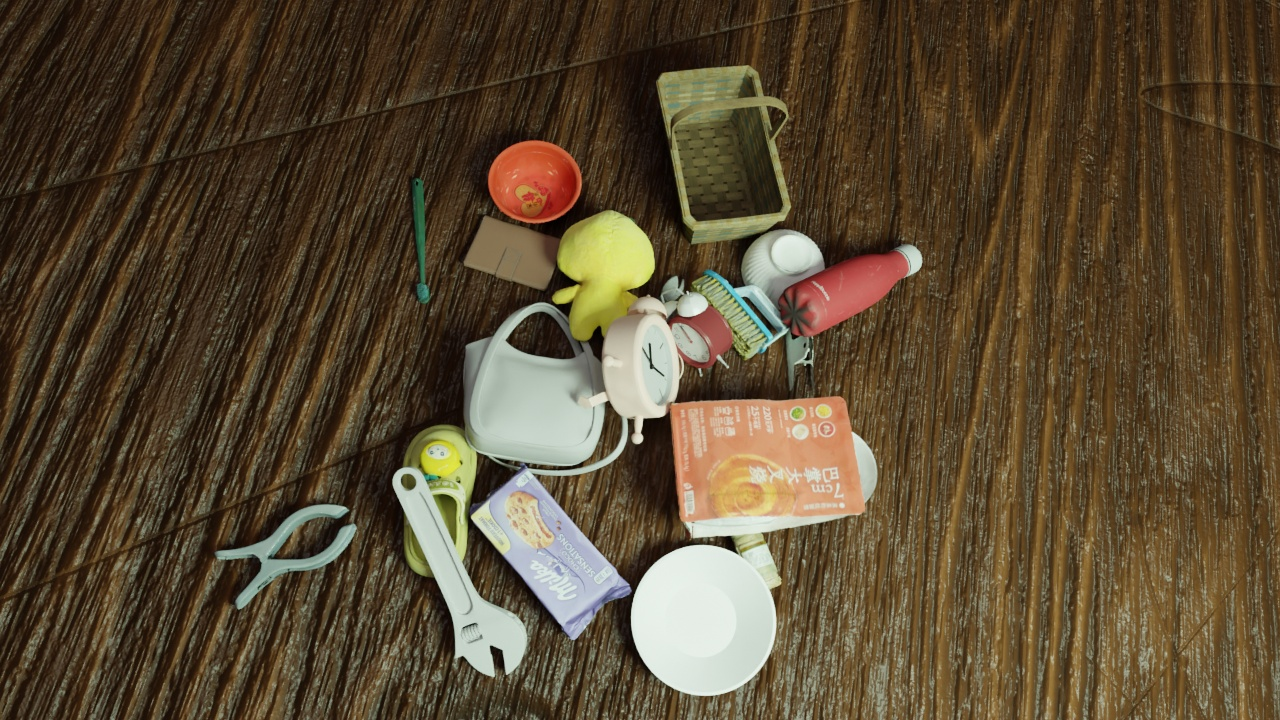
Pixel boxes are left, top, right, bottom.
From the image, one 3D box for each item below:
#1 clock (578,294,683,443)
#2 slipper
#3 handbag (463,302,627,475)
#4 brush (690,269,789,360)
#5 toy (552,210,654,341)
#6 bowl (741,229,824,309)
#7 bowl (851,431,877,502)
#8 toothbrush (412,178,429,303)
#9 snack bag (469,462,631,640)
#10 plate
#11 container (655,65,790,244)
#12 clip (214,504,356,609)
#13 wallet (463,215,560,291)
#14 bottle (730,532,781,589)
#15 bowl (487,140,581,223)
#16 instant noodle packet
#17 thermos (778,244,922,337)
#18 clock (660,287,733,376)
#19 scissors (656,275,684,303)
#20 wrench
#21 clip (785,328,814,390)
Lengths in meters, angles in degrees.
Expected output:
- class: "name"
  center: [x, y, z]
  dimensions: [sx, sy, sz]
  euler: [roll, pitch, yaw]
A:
- class: "clock"
  center: [-0.007, 0.007, 1.164]
  dimensions: [0.086, 0.131, 0.160]
  euler: [0, 35, 31]
- class: "slipper"
  center: [-0.253, 0.168, 1.125]
  dimensions: [0.091, 0.082, 0.190]
  euler: [1, 73, -2]
- class: "handbag"
  center: [-0.124, 0.027, 1.195]
  dimensions: [0.215, 0.096, 0.222]
  euler: [10, 60, -12]
- class: "brush"
  center: [0.134, -0.074, 1.256]
  dimensions: [0.075, 0.055, 0.136]
  euler: [-35, 76, -18]
- class: "toy"
  center: [-0.048, -0.119, 1.237]
  dimensions: [0.134, 0.092, 0.207]
  euler: [7, 73, -4]
- class: "bowl"
  center: [0.204, -0.136, 1.280]
  dimensions: [0.118, 0.062, 0.118]
  euler: [2, 70, -4]
- class: "bowl"
  center: [0.241, 0.146, 1.182]
  dimensions: [0.113, 0.063, 0.113]
  euler: [1, 70, -4]
- class: "toothbrush"
  center: [-0.306, -0.169, 1.272]
  dimensions: [0.016, 0.017, 0.189]
  euler: [-5, 71, -7]
- class: "snack bag"
  center: [-0.113, 0.233, 1.126]
  dimensions: [0.096, 0.058, 0.205]
  euler: [-39, 80, -13]
- class: "plate"
  center: [0.076, 0.316, 1.119]
  dimensions: [0.174, 0.036, 0.173]
  euler: [1, 72, -2]
- class: "container"
  center: [0.113, -0.298, 1.263]
  dimensions: [0.157, 0.187, 0.249]
  euler: [-7, 71, -8]
- class: "clip"
  center: [-0.420, 0.242, 1.111]
  dimensions: [0.163, 0.028, 0.106]
  euler: [-23, 72, -11]
- class: "wallet"
  center: [-0.175, -0.150, 1.279]
  dimensions: [0.121, 0.013, 0.087]
  euler: [18, 65, 2]
- class: "bottle"
  center: [0.140, 0.235, 1.153]
  dimensions: [0.043, 0.043, 0.111]
  euler: [-18, 74, -11]
- class: "bowl"
  center: [-0.149, -0.243, 1.297]
  dimensions: [0.130, 0.045, 0.130]
  euler: [1, 70, -4]
- class: "instant noodle packet"
  center: [0.154, 0.123, 1.131]
  dimensions: [0.221, 0.084, 0.164]
  euler: [-8, 57, 7]
- class: "thermos"
  center: [0.297, -0.105, 1.258]
  dimensions: [0.239, 0.073, 0.073]
  euler: [-25, 74, -28]
- class: "clock"
  center: [0.071, -0.042, 1.215]
  dimensions: [0.044, 0.087, 0.124]
  euler: [-42, 102, -31]
- class: "scissors"
  center: [0.010, -0.054, 1.258]
  dimensions: [0.149, 0.019, 0.131]
  euler: [-11, 72, -8]
- class: "wrench"
  center: [-0.216, 0.247, 1.086]
  dimensions: [0.087, 0.018, 0.273]
  euler: [-22, 93, 5]
- class: "clip"
  center: [0.218, -0.011, 1.249]
  dimensions: [0.058, 0.054, 0.102]
  euler: [-13, 67, 29]
